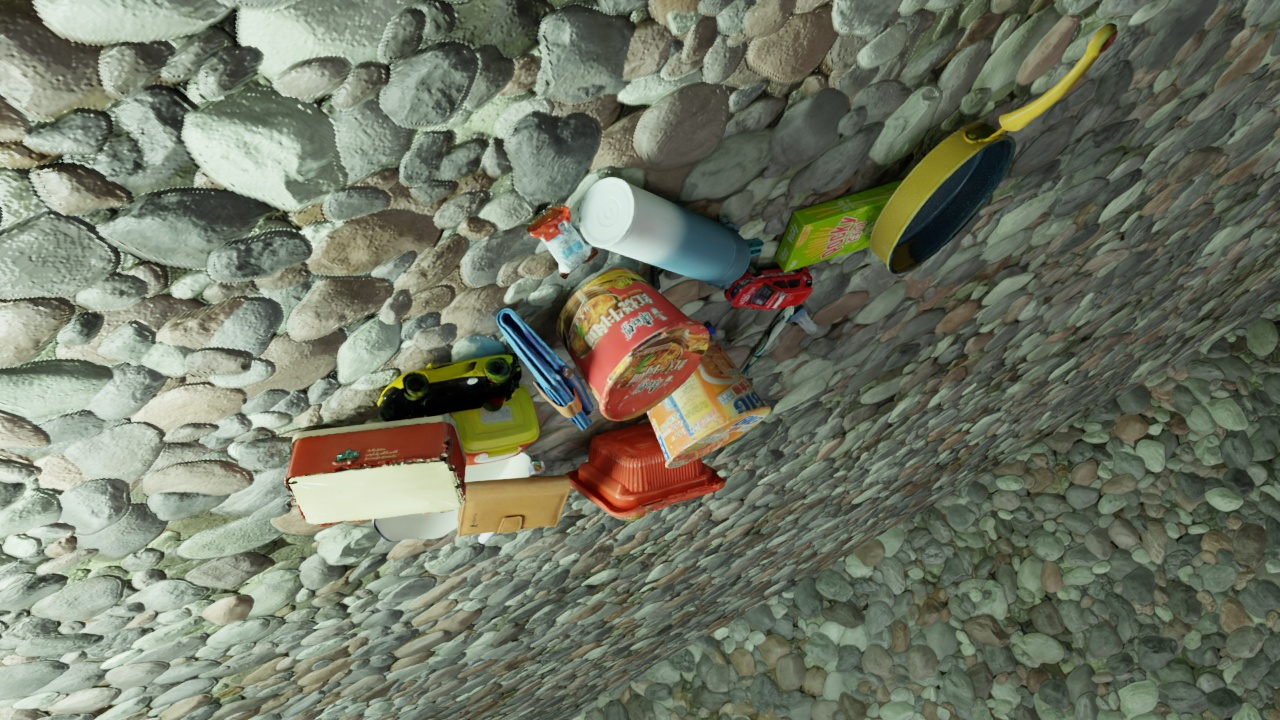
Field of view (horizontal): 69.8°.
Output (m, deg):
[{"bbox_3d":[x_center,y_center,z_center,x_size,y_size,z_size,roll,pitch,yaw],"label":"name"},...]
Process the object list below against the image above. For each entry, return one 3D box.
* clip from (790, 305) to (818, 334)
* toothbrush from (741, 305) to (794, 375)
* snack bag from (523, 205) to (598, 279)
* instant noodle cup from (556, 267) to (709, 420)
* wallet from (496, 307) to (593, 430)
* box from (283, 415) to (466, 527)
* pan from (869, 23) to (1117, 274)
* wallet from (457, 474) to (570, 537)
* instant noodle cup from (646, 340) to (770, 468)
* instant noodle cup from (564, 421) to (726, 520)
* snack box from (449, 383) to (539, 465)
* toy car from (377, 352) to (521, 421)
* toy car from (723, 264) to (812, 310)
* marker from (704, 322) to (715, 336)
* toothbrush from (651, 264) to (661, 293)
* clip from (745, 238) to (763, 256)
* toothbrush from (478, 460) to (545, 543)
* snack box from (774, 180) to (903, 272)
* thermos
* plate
[{"bbox_3d":[0.222,-0.054,1.246,0.024,0.028,0.056,-37,143,12],"label":"clip"},{"bbox_3d":[0.161,-0.014,1.263,0.018,0.016,0.192,-1,144,-27],"label":"toothbrush"},{"bbox_3d":[-0.070,-0.109,0.853,0.045,0.026,0.105,-39,155,-1],"label":"snack bag"},{"bbox_3d":[-0.014,-0.021,0.953,0.137,0.108,0.138,-32,154,-18],"label":"instant noodle cup"},{"bbox_3d":[-0.096,0.012,0.952,0.040,0.106,0.133,-39,155,-6],"label":"wallet"},{"bbox_3d":[-0.266,0.120,0.934,0.168,0.078,0.091,-6,134,-1],"label":"box"},{"bbox_3d":[0.379,-0.224,1.001,0.197,0.078,0.358,-28,154,-33],"label":"pan"},{"bbox_3d":[-0.159,0.180,1.139,0.131,0.031,0.108,-1,141,-19],"label":"wallet"},{"bbox_3d":[0.073,0.052,1.163,0.151,0.111,0.151,-26,165,-8],"label":"instant noodle cup"},{"bbox_3d":[0.008,0.143,1.254,0.188,0.165,0.079,-11,109,-32],"label":"instant noodle cup"},{"bbox_3d":[-0.168,0.077,1.029,0.091,0.082,0.080,-9,156,-23],"label":"snack box"},{"bbox_3d":[-0.196,0.028,0.953,0.155,0.041,0.071,-12,149,-23],"label":"toy car"},{"bbox_3d":[0.156,-0.087,1.097,0.120,0.045,0.053,-7,145,-33],"label":"toy car"},{"bbox_3d":[0.026,-0.006,1.142,0.146,0.017,0.017,-28,154,-1],"label":"marker"},{"bbox_3d":[0.019,-0.071,1.018,0.012,0.017,0.186,-27,154,-12],"label":"toothbrush"},{"bbox_3d":[0.113,-0.122,1.025,0.056,0.014,0.041,-14,150,-26],"label":"clip"},{"bbox_3d":[-0.171,0.189,1.188,0.190,0.021,0.029,-51,179,39],"label":"toothbrush"},{"bbox_3d":[0.237,-0.157,1.073,0.156,0.026,0.086,-18,151,-21],"label":"snack box"},{"bbox_3d":[0.033,-0.121,0.895,0.070,0.070,0.220,-42,152,25],"label":"thermos"},{"bbox_3d":[-0.234,0.154,1.137,0.204,0.045,0.205,-22,152,-12],"label":"plate"}]
